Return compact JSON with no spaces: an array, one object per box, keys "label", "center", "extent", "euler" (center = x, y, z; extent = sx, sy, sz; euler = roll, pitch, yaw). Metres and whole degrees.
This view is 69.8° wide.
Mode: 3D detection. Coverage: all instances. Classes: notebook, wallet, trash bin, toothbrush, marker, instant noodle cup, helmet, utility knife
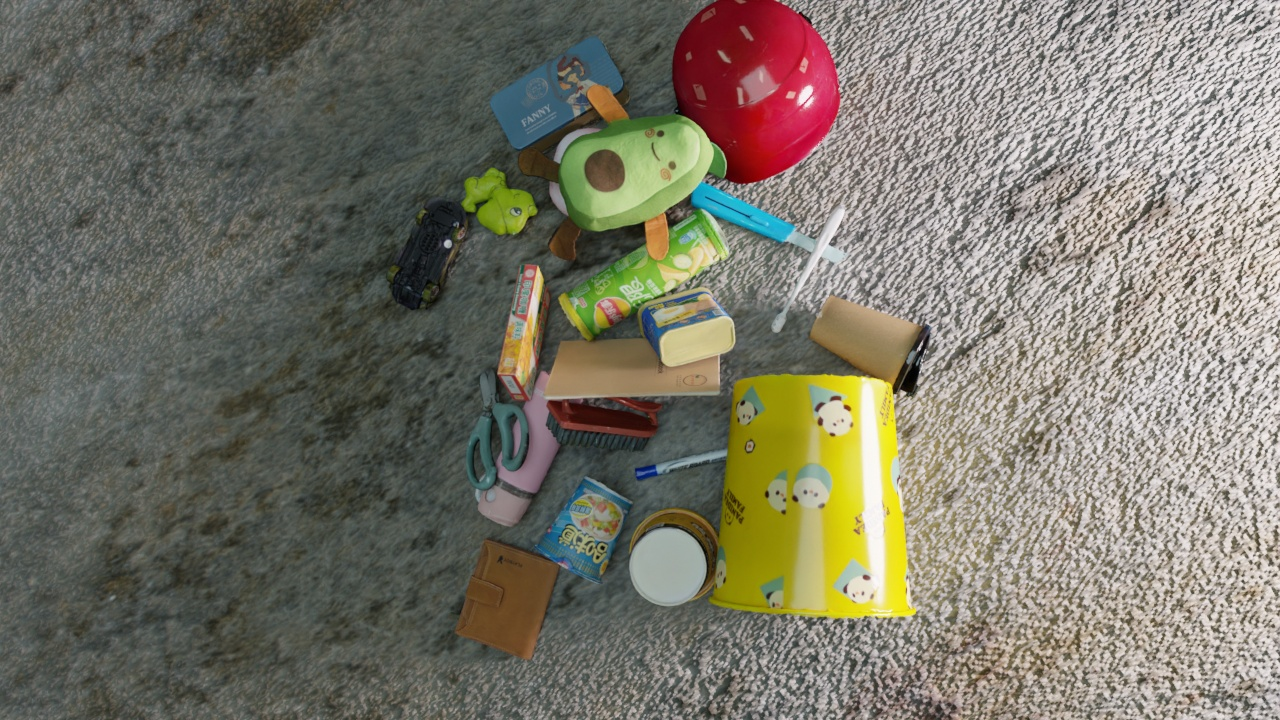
[{"label":"notebook","center":[-0.007,0.007,1.130],"extent":[0.208,0.147,0.008],"euler":[-2,118,6]},{"label":"wallet","center":[-0.178,0.306,1.191],"extent":[0.119,0.035,0.130],"euler":[17,88,3]},{"label":"trash bin","center":[0.197,0.154,1.055],"extent":[0.230,0.229,0.255],"euler":[1,81,8]},{"label":"toothbrush","center":[0.212,-0.115,1.157],"extent":[0.016,0.016,0.180],"euler":[28,96,1]},{"label":"marker","center":[0.064,0.129,1.171],"extent":[0.146,0.017,0.017],"euler":[-14,84,7]},{"label":"instant noodle cup","center":[-0.064,0.209,1.151],"extent":[0.099,0.099,0.110],"euler":[28,82,9]},{"label":"helmet","center":[0.133,-0.356,1.133],"extent":[0.207,0.144,0.240],"euler":[-34,81,7]},{"label":"utility knife","center":[0.162,-0.175,1.177],"extent":[0.218,0.018,0.034],"euler":[25,89,8]},{"label":"instant noodle cup","center":[0.038,0.243,1.119],"extent":[0.118,0.114,0.118],"euler":[-1,85,8]}]

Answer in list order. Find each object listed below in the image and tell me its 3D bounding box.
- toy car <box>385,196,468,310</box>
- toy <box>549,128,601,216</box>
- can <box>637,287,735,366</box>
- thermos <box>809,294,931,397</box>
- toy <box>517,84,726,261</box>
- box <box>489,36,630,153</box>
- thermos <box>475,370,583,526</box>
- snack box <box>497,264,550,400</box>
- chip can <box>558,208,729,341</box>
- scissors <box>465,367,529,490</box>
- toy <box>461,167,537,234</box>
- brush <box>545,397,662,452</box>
[{"label":"toy car","center":[-0.282,-0.143,1.228],"extent":[0.070,0.042,0.158],"euler":[27,92,9]},{"label":"toy","center":[-0.040,-0.239,1.192],"extent":[0.159,0.054,0.121],"euler":[7,95,10]},{"label":"can","center":[0.057,-0.041,1.134],"extent":[0.102,0.083,0.057],"euler":[-16,122,-9]},{"label":"thermos","center":[0.283,-0.022,1.117],"extent":[0.143,0.093,0.093],"euler":[27,90,17]},{"label":"toy","center":[-0.023,-0.227,1.122],"extent":[0.247,0.090,0.227],"euler":[-20,96,12]},{"label":"box","center":[-0.110,-0.340,1.207],"extent":[0.184,0.061,0.090],"euler":[-31,82,4]},{"label":"thermos","center":[-0.148,0.111,1.185],"extent":[0.087,0.067,0.198],"euler":[28,93,41]},{"label":"snack box","center":[-0.146,-0.035,1.156],"extent":[0.027,0.077,0.155],"euler":[3,64,9]},{"label":"chip can","center":[0.007,-0.109,1.168],"extent":[0.221,0.072,0.072],"euler":[-32,82,6]},{"label":"scissors","center":[-0.178,0.073,1.171],"extent":[0.144,0.019,0.179],"euler":[-25,55,35]},{"label":"toy","center":[-0.190,-0.208,1.225],"extent":[0.097,0.031,0.100],"euler":[-21,79,6]},{"label":"brush","center":[-0.041,0.072,1.142],"extent":[0.145,0.063,0.069],"euler":[10,109,-29]}]
